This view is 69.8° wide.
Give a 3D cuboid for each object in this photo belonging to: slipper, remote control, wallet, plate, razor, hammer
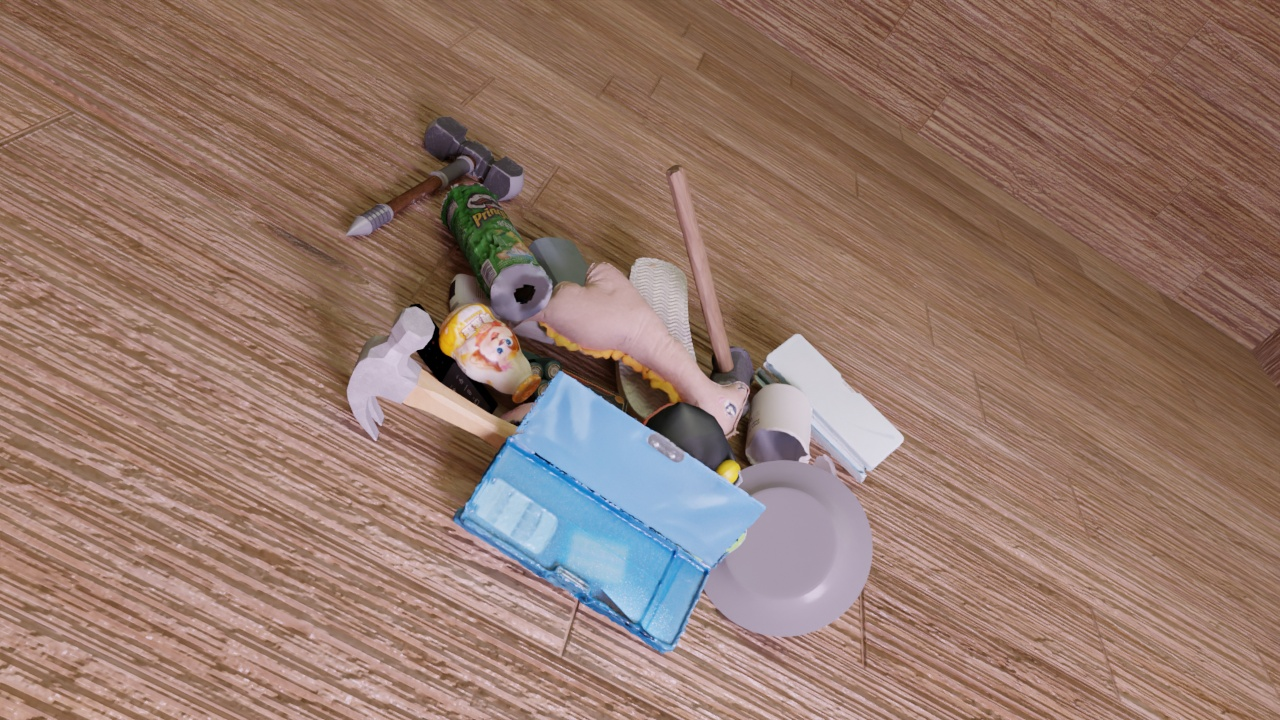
[{"bbox_3d":[0.021,-0.019,1.145,0.115,0.052,0.262,12,51,-15],"label":"slipper"},{"bbox_3d":[-0.156,-0.060,1.073,0.138,0.026,0.060,17,37,-22],"label":"remote control"},{"bbox_3d":[-0.200,0.005,0.943,0.150,0.034,0.013,49,32,20],"label":"remote control"},{"bbox_3d":[-0.075,0.044,1.018,0.123,0.020,0.072,27,34,-12],"label":"wallet"},{"bbox_3d":[0.139,0.183,0.915,0.178,0.178,0.012,57,0,30],"label":"plate"},{"bbox_3d":[-0.151,-0.004,0.970,0.143,0.047,0.052,24,-8,20],"label":"razor"},{"bbox_3d":[0.080,-0.078,1.104,0.052,0.329,0.097,-8,29,17],"label":"hammer"},{"bbox_3d":[-0.275,-0.216,1.158,0.156,0.043,0.321,35,35,0],"label":"hammer"},{"bbox_3d":[-0.119,0.077,0.867,0.328,0.131,0.039,32,32,-22],"label":"hammer"}]

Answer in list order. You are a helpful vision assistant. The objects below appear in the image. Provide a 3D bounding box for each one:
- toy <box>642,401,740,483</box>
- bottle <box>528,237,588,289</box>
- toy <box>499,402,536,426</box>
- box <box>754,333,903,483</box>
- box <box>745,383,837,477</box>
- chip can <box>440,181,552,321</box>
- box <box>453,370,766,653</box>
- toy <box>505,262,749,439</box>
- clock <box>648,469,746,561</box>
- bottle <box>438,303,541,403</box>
[{"bbox_3d":[0.039,0.096,0.978,0.097,0.119,0.099,-12,83,-19],"label":"toy"},{"bbox_3d":[-0.084,-0.086,1.152,0.072,0.046,0.161,2,45,-40],"label":"bottle"},{"bbox_3d":[-0.085,0.065,0.938,0.102,0.050,0.093,2,4,23],"label":"toy"},{"bbox_3d":[0.235,0.073,1.204,0.085,0.096,0.199,-35,70,-23],"label":"box"},{"bbox_3d":[0.184,0.105,1.108,0.118,0.085,0.159,28,36,-5],"label":"box"},{"bbox_3d":[-0.171,-0.131,1.066,0.075,0.076,0.223,9,28,-34],"label":"chip can"},{"bbox_3d":[-0.027,0.137,0.829,0.232,0.173,0.066,35,-3,-9],"label":"box"},{"bbox_3d":[-0.006,0.006,1.049,0.195,0.065,0.264,-32,78,-24],"label":"toy"},{"bbox_3d":[0.054,0.159,0.893,0.094,0.119,0.042,59,14,-44],"label":"clock"},{"bbox_3d":[-0.147,-0.006,0.909,0.108,0.063,0.063,42,33,11],"label":"bottle"}]
